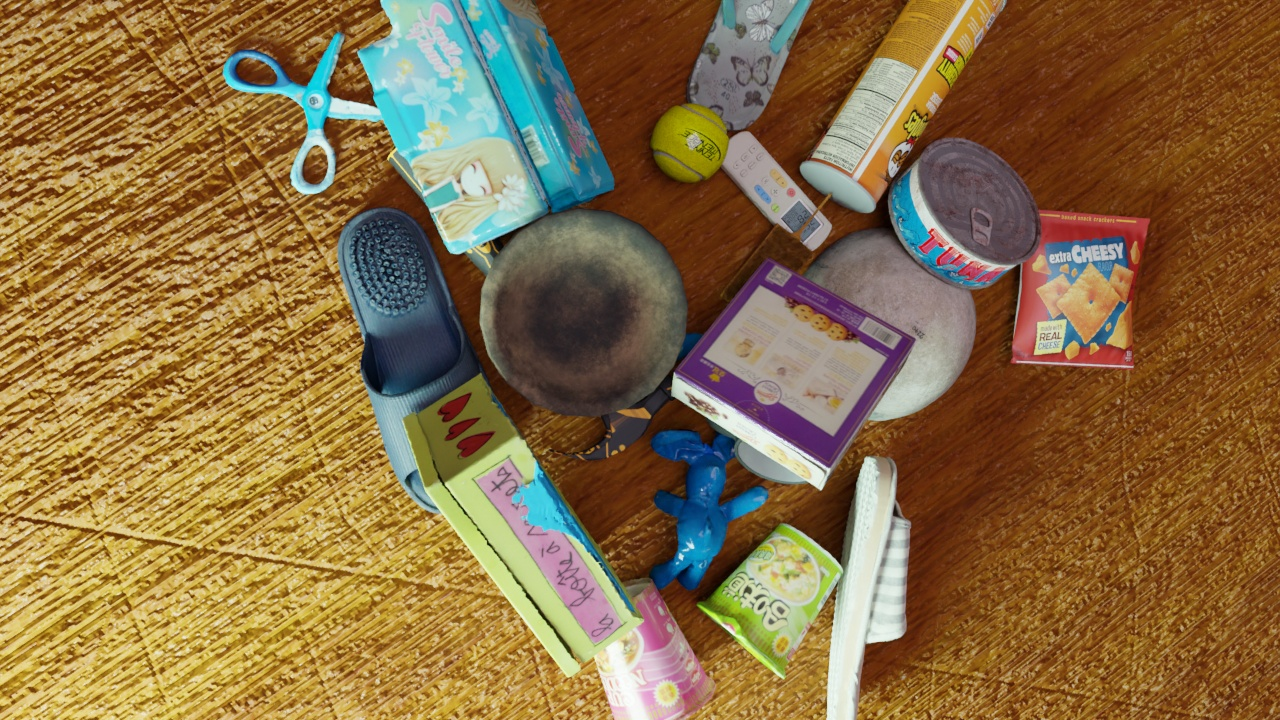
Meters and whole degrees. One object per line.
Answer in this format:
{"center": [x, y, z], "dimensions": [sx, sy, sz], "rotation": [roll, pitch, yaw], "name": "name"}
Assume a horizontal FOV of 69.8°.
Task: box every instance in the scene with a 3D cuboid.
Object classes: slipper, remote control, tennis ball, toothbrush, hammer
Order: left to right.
{"center": [-0.180, 0.002, 0.753], "dimensions": [0.101, 0.082, 0.263], "rotation": [-16, 97, -10], "name": "slipper"}
{"center": [-0.104, -0.054, 0.776], "dimensions": [0.123, 0.036, 0.320], "rotation": [-39, 98, -7], "name": "hammer"}
{"center": [-0.005, 0.005, 0.817], "dimensions": [0.135, 0.017, 0.022], "rotation": [-23, 98, -10], "name": "toothbrush"}
{"center": [0.042, -0.185, 0.782], "dimensions": [0.065, 0.065, 0.065], "rotation": [-1, 95, -10], "name": "tennis ball"}
{"center": [0.120, -0.150, 0.823], "dimensions": [0.038, 0.018, 0.125], "rotation": [-45, 101, -3], "name": "remote control"}
{"center": [0.117, -0.330, 0.790], "dimensions": [0.098, 0.055, 0.269], "rotation": [16, 94, -13], "name": "slipper"}
{"center": [0.203, 0.219, 0.823], "dimensions": [0.054, 0.114, 0.273], "rotation": [8, 101, 1], "name": "slipper"}

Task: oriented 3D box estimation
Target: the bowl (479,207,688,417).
{"center": [-0.048, -0.038, 0.735], "dimensions": [0.162, 0.070, 0.162], "rotation": [-1, 95, -12], "name": "bowl"}

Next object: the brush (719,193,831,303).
{"center": [0.127, -0.094, 0.816], "dimensions": [0.048, 0.017, 0.126], "rotation": [37, 100, -11], "name": "brush"}

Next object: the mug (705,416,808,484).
{"center": [0.112, 0.044, 0.796], "dimensions": [0.113, 0.078, 0.087], "rotation": [16, 55, 7], "name": "mug"}

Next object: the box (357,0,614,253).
{"center": [-0.118, -0.219, 0.723], "dimensions": [0.169, 0.086, 0.227], "rotation": [-30, 100, -32], "name": "box"}

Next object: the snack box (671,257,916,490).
{"center": [0.124, 0.006, 0.744], "dimensions": [0.143, 0.041, 0.147], "rotation": [32, 64, 17], "name": "snack box"}

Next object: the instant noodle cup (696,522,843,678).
{"center": [0.121, 0.209, 0.820], "dimensions": [0.099, 0.099, 0.108], "rotation": [43, 78, -10], "name": "instant noodle cup"}

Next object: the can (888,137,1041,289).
{"center": [0.285, -0.130, 0.808], "dimensions": [0.130, 0.044, 0.129], "rotation": [10, 62, -20], "name": "can"}

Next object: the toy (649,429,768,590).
{"center": [0.047, 0.123, 0.811], "dimensions": [0.112, 0.071, 0.176], "rotation": [13, 92, -22], "name": "toy"}

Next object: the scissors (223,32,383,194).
{"center": [-0.278, -0.209, 0.753], "dimensions": [0.139, 0.011, 0.134], "rotation": [20, 94, -10], "name": "scissors"}

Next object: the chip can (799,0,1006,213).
{"center": [0.229, -0.240, 0.804], "dimensions": [0.075, 0.075, 0.215], "rotation": [33, 89, -11], "name": "chip can"}

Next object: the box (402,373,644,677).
{"center": [-0.093, 0.129, 0.725], "dimensions": [0.082, 0.124, 0.221], "rotation": [-35, 123, -7], "name": "box"}

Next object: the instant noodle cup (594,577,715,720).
{"center": [0.000, 0.255, 0.803], "dimensions": [0.097, 0.098, 0.108], "rotation": [-24, 91, -7], "name": "instant noodle cup"}

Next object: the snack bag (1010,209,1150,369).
{"center": [0.415, -0.066, 0.869], "dimensions": [0.130, 0.039, 0.144], "rotation": [3, 95, -10], "name": "snack bag"}

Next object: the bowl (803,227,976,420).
{"center": [0.229, -0.031, 0.821], "dimensions": [0.178, 0.081, 0.178], "rotation": [0, 93, -9], "name": "bowl"}
